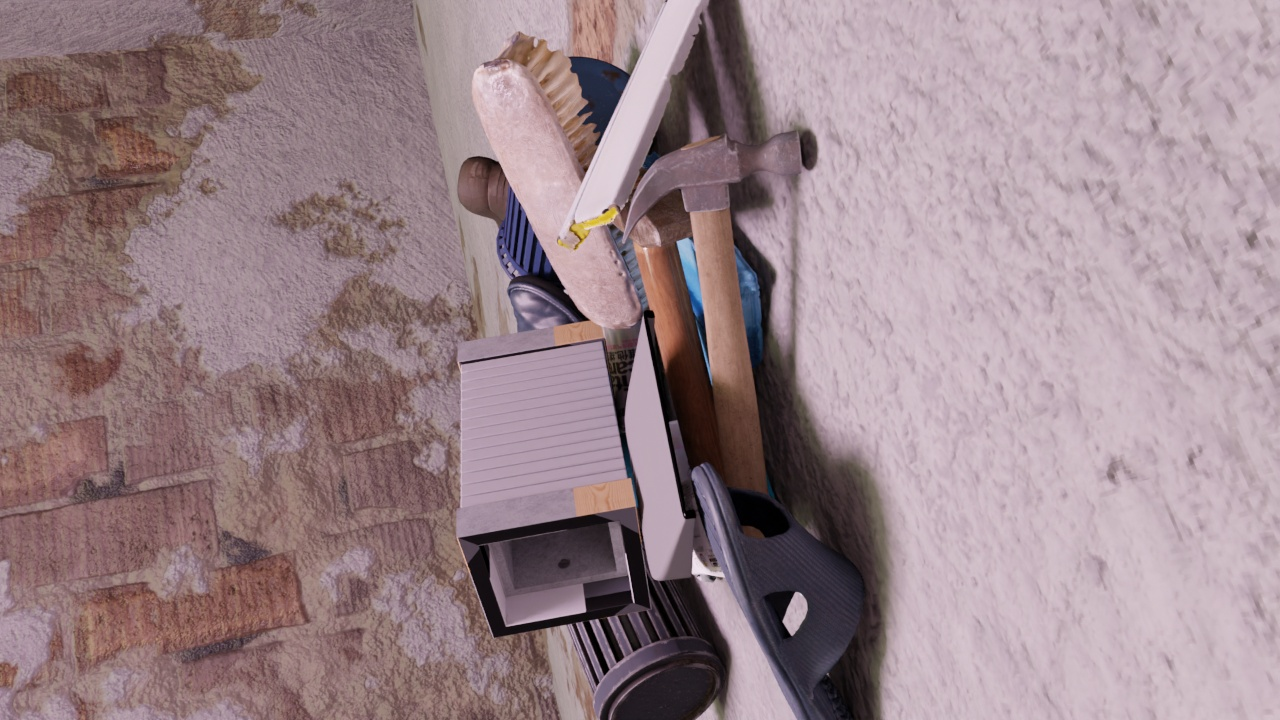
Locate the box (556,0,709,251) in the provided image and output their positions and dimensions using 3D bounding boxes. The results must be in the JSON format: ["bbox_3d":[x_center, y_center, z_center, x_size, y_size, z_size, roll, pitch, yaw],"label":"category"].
[{"bbox_3d":[-0.003,-0.182,0.673,0.209,0.034,0.130,-67,17,-13],"label":"box"}]

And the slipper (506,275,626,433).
[{"bbox_3d":[-0.081,0.028,1.028,0.109,0.083,0.266,10,138,43],"label":"slipper"}]

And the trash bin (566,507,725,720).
[{"bbox_3d":[-0.015,0.282,1.009,0.227,0.164,0.164,-122,26,-47],"label":"trash bin"}]

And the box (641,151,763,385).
[{"bbox_3d":[0.046,-0.056,0.788,0.231,0.033,0.175,-118,16,-49],"label":"box"}]

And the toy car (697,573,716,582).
[{"bbox_3d":[0.058,0.177,0.908,0.039,0.027,0.090,-147,49,-73],"label":"toy car"}]

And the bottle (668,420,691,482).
[{"bbox_3d":[0.051,0.127,0.853,0.051,0.051,0.146,165,95,-75],"label":"bottle"}]

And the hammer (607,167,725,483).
[{"bbox_3d":[0.038,0.000,0.745,0.158,0.037,0.301,-128,21,-65],"label":"hammer"}]

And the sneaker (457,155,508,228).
[{"bbox_3d":[-0.132,-0.214,1.256,0.238,0.143,0.101,30,-113,-67],"label":"sneaker"}]

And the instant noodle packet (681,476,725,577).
[{"bbox_3d":[0.047,0.139,0.766,0.134,0.026,0.087,126,129,-75],"label":"instant noodle packet"}]

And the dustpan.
[{"bbox_3d":[0.016,0.099,0.738,0.258,0.033,0.163,102,160,-57],"label":"dustpan"}]

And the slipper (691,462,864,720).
[{"bbox_3d":[0.111,0.167,0.625,0.264,0.082,0.101,65,176,-22],"label":"slipper"}]

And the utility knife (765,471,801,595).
[{"bbox_3d":[0.105,0.130,0.725,0.022,0.015,0.116,118,137,-65],"label":"utility knife"}]

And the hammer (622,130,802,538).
[{"bbox_3d":[0.065,0.008,0.648,0.030,0.119,0.332,-80,-19,-62],"label":"hammer"}]

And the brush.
[{"bbox_3d":[-0.061,-0.142,0.791,0.083,0.056,0.271,1,131,34],"label":"brush"}]

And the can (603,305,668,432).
[{"bbox_3d":[-0.006,0.006,0.978,0.054,0.054,0.135,-175,76,-75],"label":"can"}]

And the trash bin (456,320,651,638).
[{"bbox_3d":[-0.085,0.101,0.858,0.246,0.142,0.143,-103,4,-49],"label":"trash bin"}]

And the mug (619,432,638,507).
[{"bbox_3d":[-0.044,0.133,1.011,0.083,0.107,0.113,81,-162,-68],"label":"mug"}]

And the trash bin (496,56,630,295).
[{"bbox_3d":[-0.071,-0.182,0.937,0.250,0.139,0.139,113,144,-62],"label":"trash bin"}]
